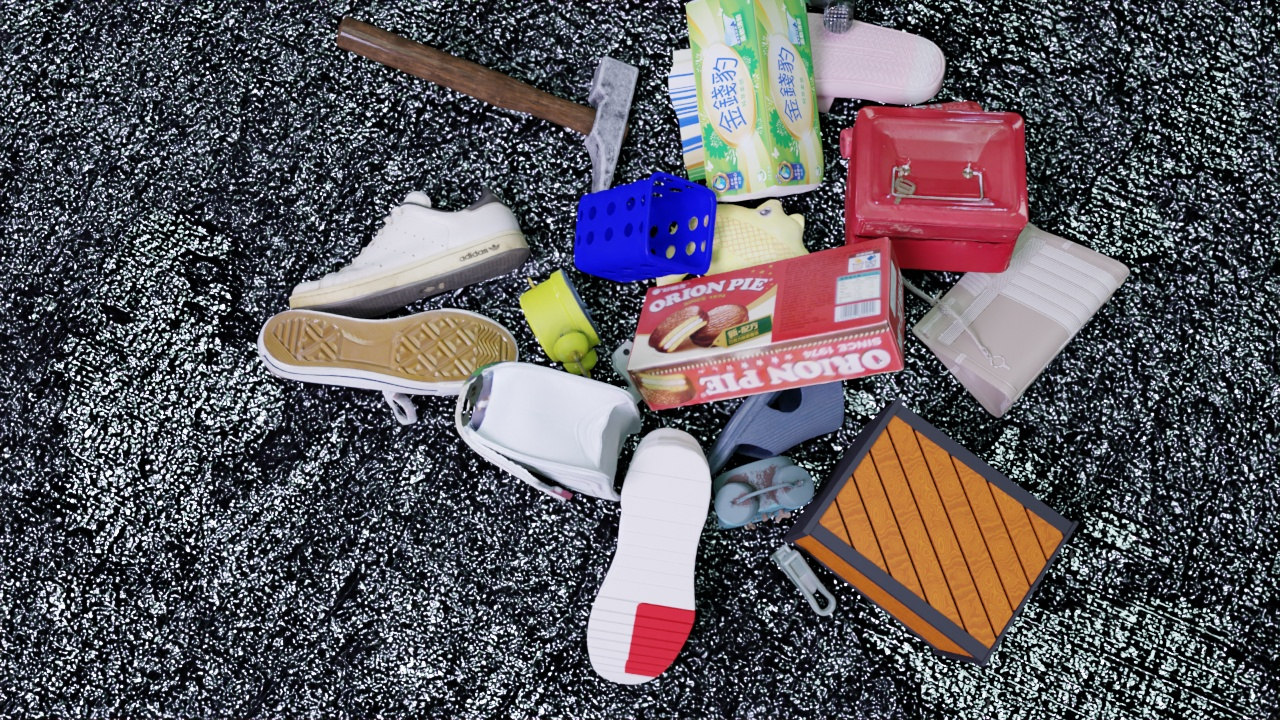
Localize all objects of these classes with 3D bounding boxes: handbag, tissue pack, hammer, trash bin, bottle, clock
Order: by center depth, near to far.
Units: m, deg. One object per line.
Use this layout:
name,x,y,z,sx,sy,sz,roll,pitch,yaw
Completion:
trash bin,0.244,0.151,0.808,0.172,0.140,0.139,36,80,10
handbag,-0.079,0.070,0.813,0.142,0.198,0.096,13,79,6
clock,0.108,0.120,0.828,0.090,0.124,0.053,-17,73,-2
clock,-0.071,-0.032,0.896,0.057,0.083,0.119,-29,74,1
handbag,0.338,-0.075,0.912,0.198,0.062,0.175,42,81,19
tissue pack,0.090,-0.255,0.915,0.142,0.120,0.197,-2,93,41
hammer,-0.162,-0.243,0.921,0.300,0.037,0.217,16,76,-16
bottle,0.275,-0.229,0.939,0.137,0.062,0.062,-7,76,1
hammer,0.069,-0.402,0.988,0.319,0.032,0.130,5,48,10

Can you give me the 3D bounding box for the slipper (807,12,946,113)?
slipper,0.206,-0.310,0.964,0.222,0.056,0.106,11,69,16

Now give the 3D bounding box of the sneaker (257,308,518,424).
sneaker,-0.243,0.001,0.895,0.240,0.088,0.118,3,63,-19

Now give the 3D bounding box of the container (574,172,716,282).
container,0.002,-0.124,0.886,0.084,0.114,0.085,11,82,-39

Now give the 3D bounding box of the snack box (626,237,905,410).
snack box,0.111,-0.031,0.820,0.237,0.060,0.113,-10,42,24

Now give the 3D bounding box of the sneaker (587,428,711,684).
sneaker,0.009,0.173,0.844,0.090,0.104,0.237,9,104,0

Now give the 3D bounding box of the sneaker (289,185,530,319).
sneaker,-0.238,-0.112,0.917,0.241,0.089,0.102,-18,84,-6

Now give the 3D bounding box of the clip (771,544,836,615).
clip,0.155,0.207,0.857,0.023,0.061,0.076,-39,92,-6

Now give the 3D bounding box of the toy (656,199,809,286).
toy,0.101,-0.091,0.915,0.170,0.064,0.155,37,94,15

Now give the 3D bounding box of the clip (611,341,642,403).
clip,-0.004,0.007,0.919,0.101,0.044,0.054,-43,90,-9

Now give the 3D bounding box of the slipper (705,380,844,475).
slipper,0.164,0.026,0.871,0.082,0.101,0.263,43,76,3

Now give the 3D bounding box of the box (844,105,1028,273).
box,0.275,-0.150,0.880,0.157,0.127,0.136,6,66,6
